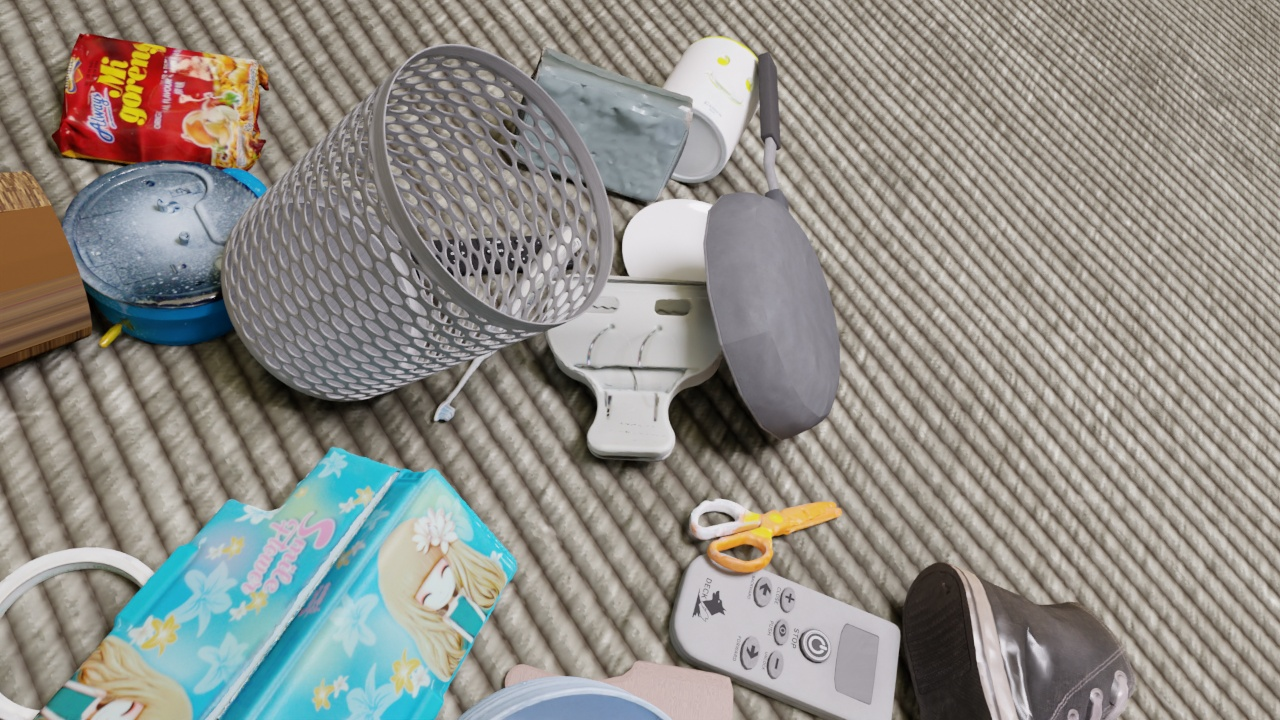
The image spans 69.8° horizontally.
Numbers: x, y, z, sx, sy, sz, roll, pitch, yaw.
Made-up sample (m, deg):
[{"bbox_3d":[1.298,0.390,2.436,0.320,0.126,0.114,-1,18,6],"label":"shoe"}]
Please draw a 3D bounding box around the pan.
[{"bbox_3d":[0.105,-0.110,0.693,0.178,0.041,0.356,46,38,-46],"label":"pan"}]

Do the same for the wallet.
[{"bbox_3d":[-0.030,-0.186,0.732,0.131,0.101,0.054,20,50,-8],"label":"wallet"}]

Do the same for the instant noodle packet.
[{"bbox_3d":[-0.338,-0.183,0.657,0.135,0.040,0.098,4,64,-19],"label":"instant noodle packet"}]

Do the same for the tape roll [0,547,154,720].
[{"bbox_3d":[-0.292,0.142,0.472,0.093,0.013,0.092,9,55,-14],"label":"tape roll"}]

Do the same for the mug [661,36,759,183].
[{"bbox_3d":[0.054,-0.217,0.794,0.082,0.083,0.105,28,53,0],"label":"mug"}]

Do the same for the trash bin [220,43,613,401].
[{"bbox_3d":[-0.135,-0.066,0.535,0.156,0.184,0.156,26,54,-42],"label":"trash bin"}]

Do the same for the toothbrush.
[{"bbox_3d":[-0.095,-0.029,0.649,0.024,0.022,0.185,25,57,10],"label":"toothbrush"}]

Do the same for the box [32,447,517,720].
[{"bbox_3d":[-0.178,0.148,0.464,0.171,0.084,0.226,34,53,-5],"label":"box"}]

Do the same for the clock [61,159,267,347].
[{"bbox_3d":[-0.280,-0.071,0.591,0.161,0.060,0.116,-21,66,-32],"label":"clock"}]

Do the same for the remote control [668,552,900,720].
[{"bbox_3d":[0.094,0.177,0.585,0.151,0.019,0.074,23,53,-4],"label":"remote control"}]

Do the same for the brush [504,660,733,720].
[{"bbox_3d":[-0.013,0.200,0.537,0.135,0.015,0.049,12,53,-6],"label":"brush"}]

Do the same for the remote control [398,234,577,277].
[{"bbox_3d":[-0.115,-0.079,0.686,0.140,0.009,0.030,-6,60,-23],"label":"remote control"}]

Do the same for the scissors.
[{"bbox_3d":[0.090,0.110,0.629,0.128,0.013,0.065,-9,39,-36],"label":"scissors"}]

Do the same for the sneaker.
[{"bbox_3d":[0.237,0.246,0.553,0.119,0.095,0.234,13,51,-16],"label":"sneaker"}]

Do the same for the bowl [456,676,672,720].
[{"bbox_3d":[-0.049,0.222,0.454,0.150,0.075,0.150,-1,94,-22],"label":"bowl"}]

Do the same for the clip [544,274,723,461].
[{"bbox_3d":[-0.004,-0.009,0.623,0.126,0.105,0.151,2,53,4],"label":"clip"}]

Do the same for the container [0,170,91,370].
[{"bbox_3d":[-0.401,-0.034,0.484,0.166,0.132,0.132,-24,69,-38],"label":"container"}]

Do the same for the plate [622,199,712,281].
[{"bbox_3d":[0.049,-0.076,0.742,0.134,0.011,0.134,9,55,-14],"label":"plate"}]
